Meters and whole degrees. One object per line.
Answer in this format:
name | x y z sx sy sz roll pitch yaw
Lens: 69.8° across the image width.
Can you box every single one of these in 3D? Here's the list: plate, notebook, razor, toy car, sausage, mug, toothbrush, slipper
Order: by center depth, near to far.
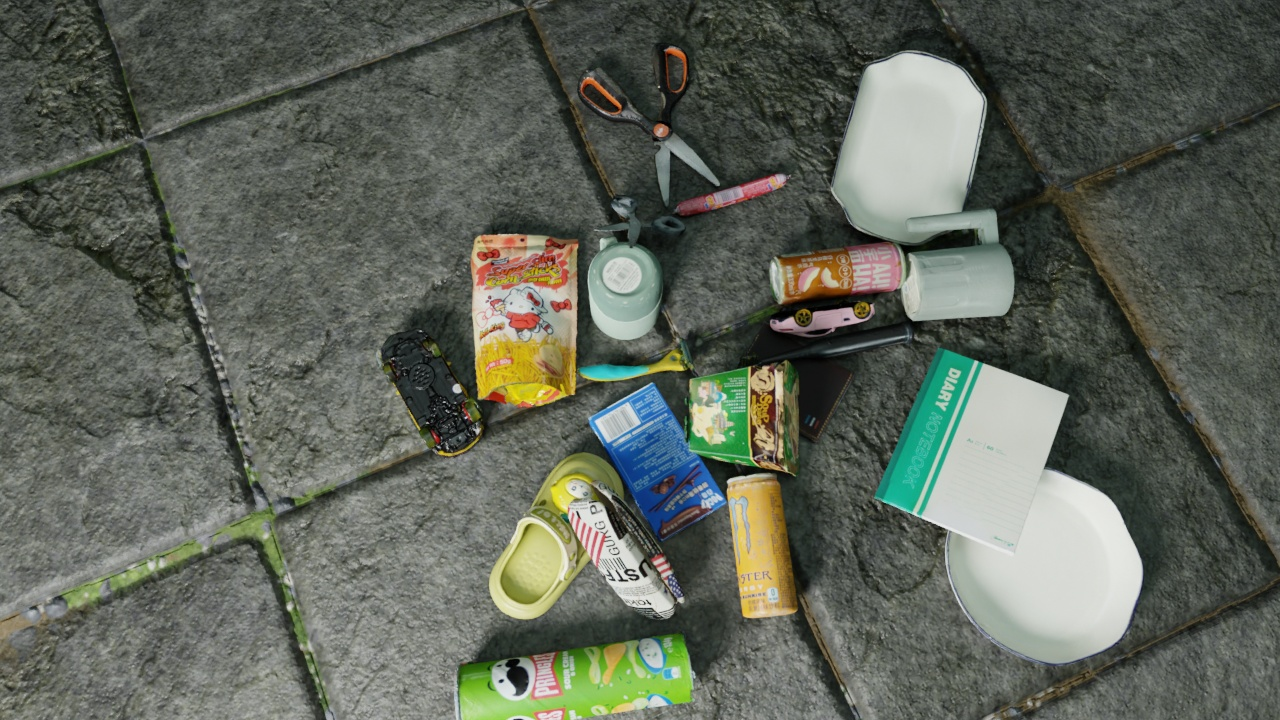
slipper | -0.087 0.184 0.960 0.091 0.082 0.190 33 78 5
plate | 0.424 0.218 0.980 0.205 0.046 0.204 0 74 -2
notebook | 0.362 0.093 1.000 0.150 0.012 0.208 22 63 18
toy car | -0.231 0.034 1.019 0.071 0.041 0.156 -32 78 -10
mug | -0.021 -0.091 1.028 0.082 0.106 0.111 -18 74 -6
toothbrush | 0.209 -0.015 1.034 0.212 0.027 0.026 -10 46 -15
razor | -0.006 0.006 1.040 0.132 0.028 0.043 -10 51 -8
toy car | 0.208 -0.047 1.044 0.122 0.056 0.037 -9 101 -12
mug | 0.358 -0.108 1.051 0.103 0.083 0.124 -5 88 -1
sausage | 0.111 -0.200 1.110 0.156 0.020 0.020 -18 75 -6
plate | 0.326 -0.257 1.124 0.162 0.034 0.265 16 73 3

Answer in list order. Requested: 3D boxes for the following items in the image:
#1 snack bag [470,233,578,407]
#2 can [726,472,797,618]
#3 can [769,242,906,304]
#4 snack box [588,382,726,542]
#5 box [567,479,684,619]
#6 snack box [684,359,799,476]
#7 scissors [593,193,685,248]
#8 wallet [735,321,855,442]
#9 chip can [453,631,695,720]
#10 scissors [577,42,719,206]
snack bag | -0.131 -0.052 1.044 0.128 0.073 0.207 -3 66 -2
can | 0.128 0.196 0.972 0.058 0.058 0.146 -5 74 -3
can | 0.227 -0.101 1.063 0.147 0.058 0.058 -7 74 -3
snack box | 0.018 0.111 1.011 0.084 0.026 0.157 -29 76 -9
box | -0.003 0.188 0.938 0.079 0.074 0.163 -44 110 -38
snack box | 0.111 0.062 0.986 0.106 0.117 0.118 -1 78 19
scissors | -0.004 -0.156 1.039 0.171 0.014 0.159 7 28 -36
wallet | 0.170 0.024 1.046 0.122 0.020 0.096 30 75 9
chip can | -0.065 0.324 0.923 0.236 0.072 0.072 -7 74 -4
scissors | 0.021 -0.304 1.137 0.221 0.022 0.223 27 74 7
